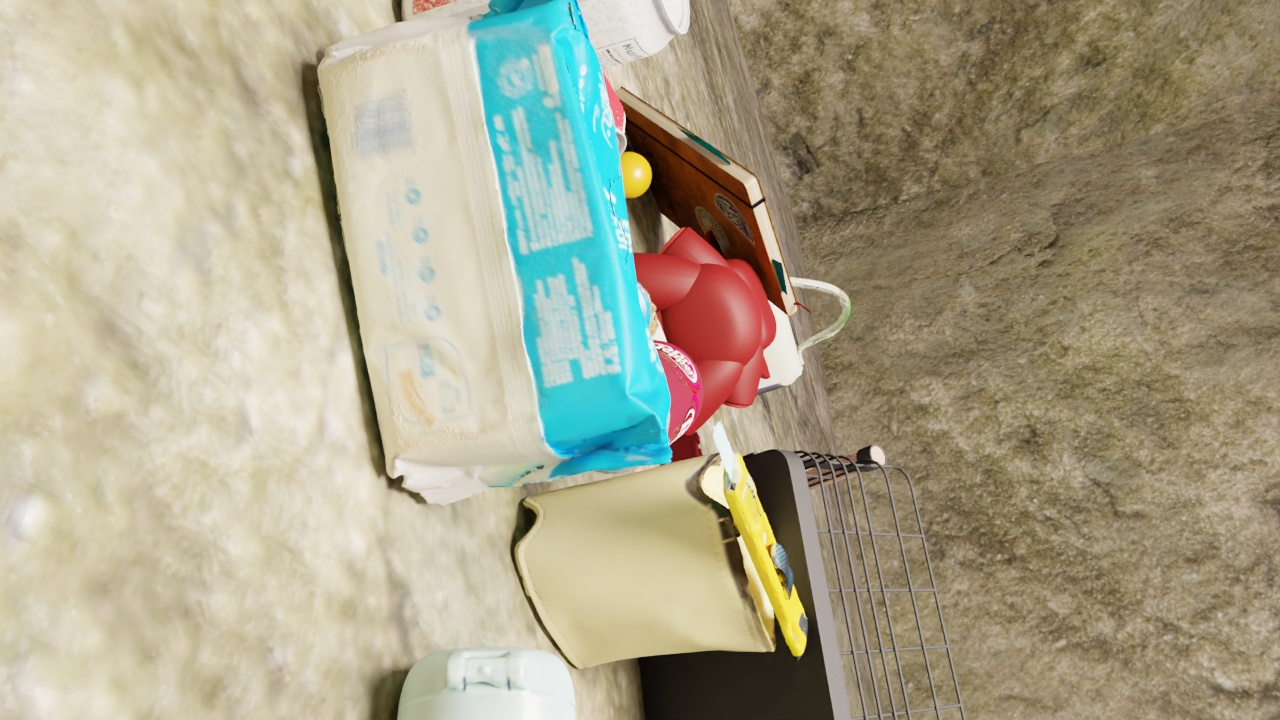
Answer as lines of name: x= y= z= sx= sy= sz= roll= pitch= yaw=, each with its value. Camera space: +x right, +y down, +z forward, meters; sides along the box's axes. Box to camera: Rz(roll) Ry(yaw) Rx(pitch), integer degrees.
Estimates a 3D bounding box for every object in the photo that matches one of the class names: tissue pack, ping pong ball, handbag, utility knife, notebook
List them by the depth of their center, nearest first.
tissue pack: x=-0.060 y=-0.051 z=0.379 sx=0.066 sy=0.117 sz=0.209 roll=-2 pitch=79 yaw=-81
utility knife: x=0.058 y=0.091 z=0.441 sx=0.030 sy=0.017 sz=0.175 roll=-83 pitch=153 yaw=-48
handbag: x=0.008 y=0.106 z=0.493 sx=0.081 sy=0.119 sz=0.111 roll=-83 pitch=155 yaw=-48
ping pong ball: x=-0.010 y=-0.163 z=0.808 sx=0.040 sy=0.040 sz=0.040 roll=-12 pitch=90 yaw=-75
notebook: x=0.059 y=-0.155 z=0.858 sx=0.249 sy=0.014 sz=0.178 roll=47 pitch=-11 yaw=44
handbag: x=0.139 y=-0.045 z=0.995 sx=0.073 sy=0.176 sz=0.151 roll=-85 pitch=156 yaw=-53

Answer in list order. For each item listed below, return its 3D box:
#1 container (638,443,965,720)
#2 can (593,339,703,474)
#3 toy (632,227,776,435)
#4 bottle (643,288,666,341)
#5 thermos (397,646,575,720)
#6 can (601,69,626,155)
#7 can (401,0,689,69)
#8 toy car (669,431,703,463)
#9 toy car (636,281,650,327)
container: x=0.099 y=0.179 z=0.591 sx=0.130 sy=0.163 sz=0.241 roll=10 pitch=63 yaw=-36
can: x=-0.004 y=0.022 z=0.511 sx=0.114 sy=0.063 sz=0.063 roll=-18 pitch=95 yaw=-75
toy: x=0.056 y=-0.034 z=0.790 sx=0.158 sy=0.121 sz=0.196 roll=65 pitch=22 yaw=-2
bottle: x=-0.004 y=0.004 z=0.657 sx=0.056 sy=0.056 sz=0.105 roll=-80 pitch=153 yaw=-56
thermos: x=-0.053 y=0.196 z=0.294 sx=0.078 sy=0.065 sz=0.206 roll=96 pitch=-8 yaw=-56
can: x=-0.053 y=-0.166 z=0.558 sx=0.104 sy=0.064 sz=0.064 roll=64 pitch=11 yaw=15
can: x=-0.049 y=-0.186 z=0.480 sx=0.078 sy=0.136 sz=0.078 roll=-8 pitch=90 yaw=-70
toy car: x=0.056 y=0.143 z=0.750 sx=0.070 sy=0.062 sz=0.169 roll=58 pitch=24 yaw=-51
toy car: x=-0.015 y=-0.002 z=0.597 sx=0.032 sy=0.048 sz=0.105 roll=-125 pitch=-148 yaw=-68
